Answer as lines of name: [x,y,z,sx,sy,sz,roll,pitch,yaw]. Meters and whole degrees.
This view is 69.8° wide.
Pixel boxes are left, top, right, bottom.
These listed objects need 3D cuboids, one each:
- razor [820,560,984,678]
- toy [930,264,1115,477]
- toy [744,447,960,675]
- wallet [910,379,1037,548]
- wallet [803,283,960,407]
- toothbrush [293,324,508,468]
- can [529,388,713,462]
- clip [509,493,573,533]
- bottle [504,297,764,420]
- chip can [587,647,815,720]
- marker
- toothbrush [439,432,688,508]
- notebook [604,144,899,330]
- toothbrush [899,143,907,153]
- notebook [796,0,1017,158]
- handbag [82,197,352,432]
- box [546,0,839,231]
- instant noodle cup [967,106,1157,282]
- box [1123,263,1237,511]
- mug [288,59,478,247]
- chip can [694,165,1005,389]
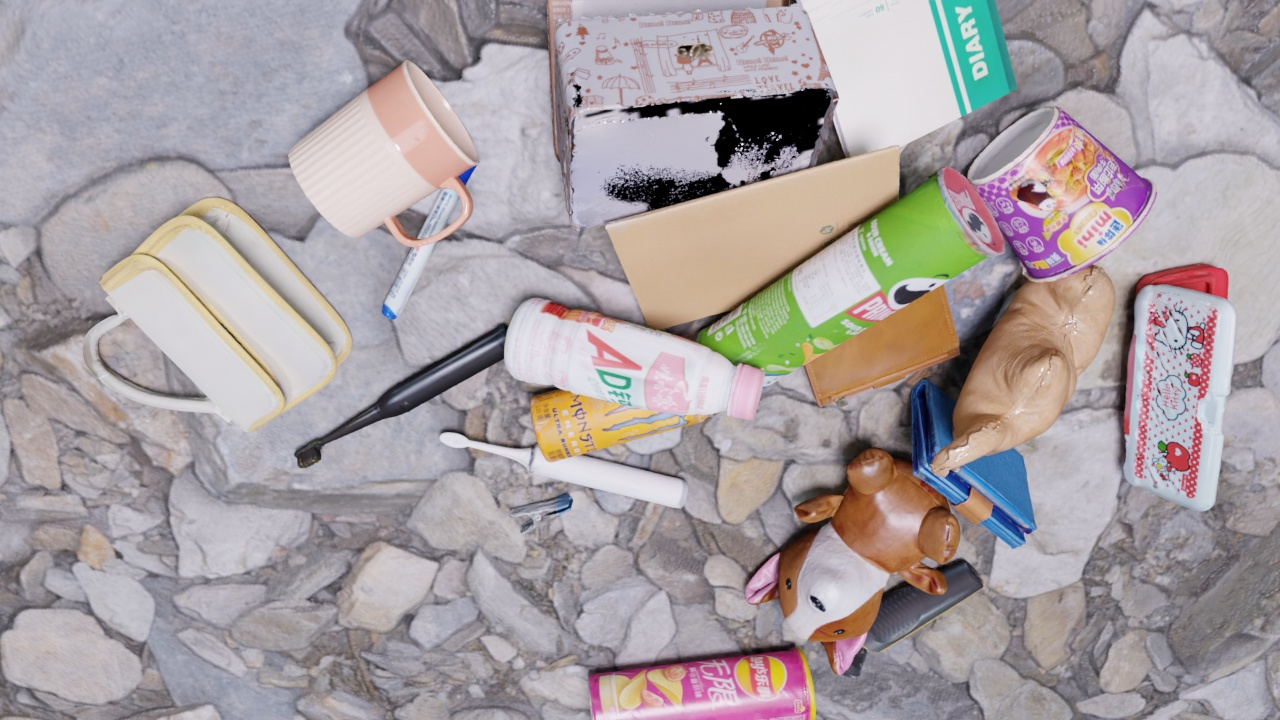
razor: [0.253,0.244,0.885,0.167,0.062,0.068,-29,143,0]
toy: [0.294,0.022,0.724,0.082,0.144,0.225,31,66,19]
toy: [0.189,0.179,0.812,0.140,0.130,0.200,44,116,15]
wallet: [0.286,0.089,0.795,0.133,0.106,0.040,35,131,-18]
wallet: [0.198,-0.020,0.773,0.131,0.035,0.119,-21,113,4]
toothbrush: [-0.196,0.033,0.757,0.213,0.027,0.026,-29,151,6]
can: [-0.016,0.039,0.763,0.146,0.058,0.058,-15,113,0]
clip: [-0.087,0.132,0.814,0.057,0.024,0.028,-21,109,10]
bottle: [-0.004,0.004,0.710,0.197,0.068,0.068,14,112,12]
chip can: [0.056,0.324,0.882,0.210,0.071,0.071,-5,113,-3]
marker: [-0.165,-0.095,0.714,0.017,0.017,0.146,26,107,-16]
toothbrush: [-0.065,0.092,0.796,0.221,0.026,0.026,15,72,-12]
notebook: [0.091,-0.085,0.691,0.208,0.008,0.148,-14,149,8]
toothbrush: [0.189,-0.145,0.729,0.016,0.018,0.192,25,108,-17]
notebook: [0.187,-0.266,0.669,0.150,0.012,0.209,-27,112,-7]
handbag: [-0.340,-0.014,0.709,0.179,0.063,0.163,-33,110,12]
box: [0.027,-0.198,0.656,0.182,0.168,0.151,-6,155,-8]
instant noodle cup: [0.315,-0.132,0.705,0.099,0.111,0.112,42,102,-12]
box: [0.474,0.028,0.789,0.095,0.099,0.202,-11,114,-1]
mug: [-0.175,-0.135,0.657,0.106,0.081,0.114,-31,101,9]
chip can: [0.147,-0.050,0.688,0.072,0.072,0.237,41,128,-19]
